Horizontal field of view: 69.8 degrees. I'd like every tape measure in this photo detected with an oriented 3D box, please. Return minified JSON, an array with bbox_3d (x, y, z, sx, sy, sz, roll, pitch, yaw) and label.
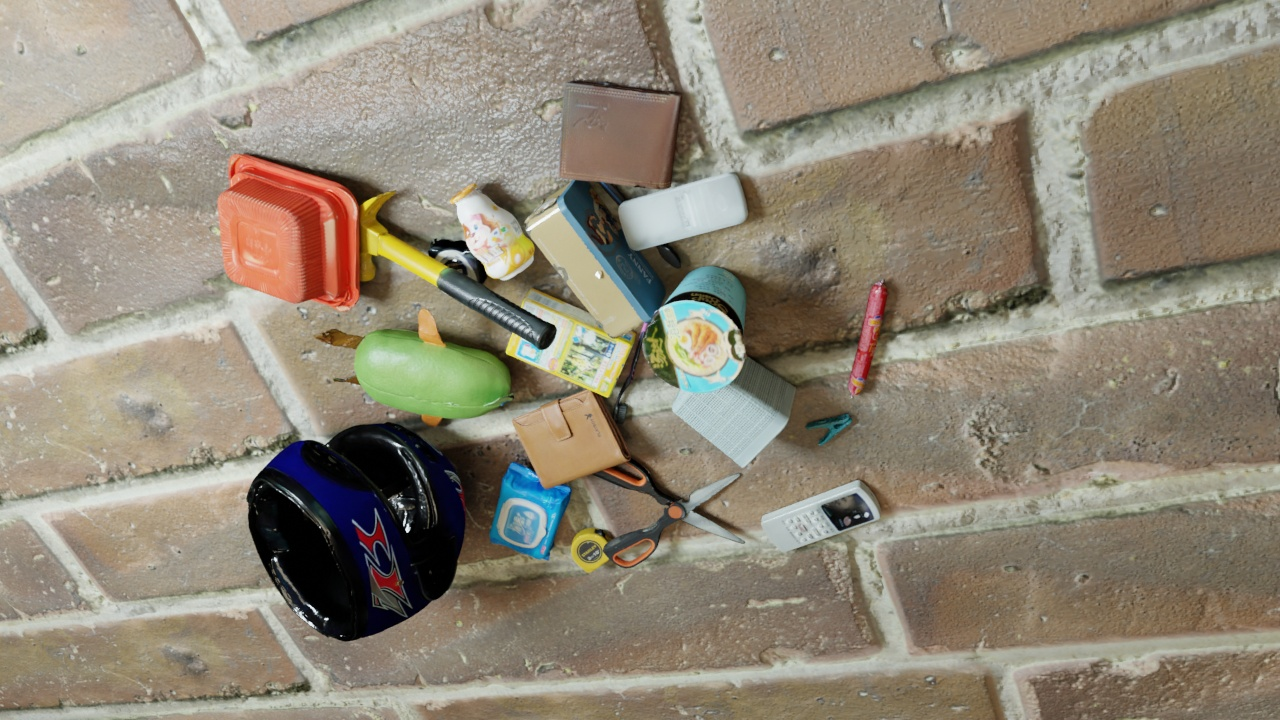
[{"bbox_3d":[-0.215,-0.109,1.087,0.066,0.033,0.066,8,121,13],"label":"tape measure"},{"bbox_3d":[-0.068,0.261,1.279,0.060,0.028,0.057,-40,102,14],"label":"tape measure"}]

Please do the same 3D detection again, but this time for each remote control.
[{"bbox_3d":[0.228,0.200,1.165,0.150,0.021,0.058,-27,111,29],"label":"remote control"},{"bbox_3d":[0.045,-0.159,0.982,0.136,0.020,0.056,-13,108,15],"label":"remote control"}]

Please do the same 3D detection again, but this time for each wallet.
[{"bbox_3d":[-0.089,0.099,1.169,0.132,0.031,0.108,-21,99,26],"label":"wallet"},{"bbox_3d":[-0.022,-0.234,0.954,0.124,0.032,0.101,9,115,7],"label":"wallet"}]

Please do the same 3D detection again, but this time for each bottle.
[{"bbox_3d":[-0.169,-0.145,1.033,0.063,0.063,0.108,-24,112,27],"label":"bottle"}]

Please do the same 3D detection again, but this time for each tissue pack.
[{"bbox_3d":[-0.155,0.214,1.260,0.095,0.052,0.157,21,124,2],"label":"tissue pack"}]

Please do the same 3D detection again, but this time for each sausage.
[{"bbox_3d":[0.253,-0.021,1.021,0.020,0.020,0.156,11,124,9],"label":"sausage"}]

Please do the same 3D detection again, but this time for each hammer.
[{"bbox_3d":[-0.221,-0.093,1.044,0.301,0.032,0.129,30,129,21],"label":"hammer"}]

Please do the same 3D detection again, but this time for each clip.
[{"bbox_3d":[0.227,0.079,1.095,0.055,0.013,0.034,-27,112,30],"label":"clip"}]

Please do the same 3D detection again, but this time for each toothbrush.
[{"bbox_3d":[-0.018,-0.172,1.007,0.014,0.016,0.189,-36,104,32],"label":"toothbrush"},{"bbox_3d":[-0.007,0.006,1.114,0.018,0.014,0.190,14,124,-6],"label":"toothbrush"}]

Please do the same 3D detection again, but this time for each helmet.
[{"bbox_3d":[-0.347,0.197,1.184,0.247,0.239,0.316,29,136,19],"label":"helmet"}]

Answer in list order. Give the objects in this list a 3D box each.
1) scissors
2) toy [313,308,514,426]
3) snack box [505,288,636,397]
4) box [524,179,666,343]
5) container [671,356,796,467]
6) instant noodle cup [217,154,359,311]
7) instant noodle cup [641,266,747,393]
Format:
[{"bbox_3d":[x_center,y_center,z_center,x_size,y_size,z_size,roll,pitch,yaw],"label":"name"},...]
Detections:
[{"bbox_3d":[0.027,0.195,1.212,0.221,0.021,0.235,42,114,-7],"label":"scissors"},{"bbox_3d":[-0.274,0.015,1.147,0.247,0.089,0.227,13,144,-1],"label":"toy"},{"bbox_3d":[-0.085,-0.020,1.107,0.140,0.033,0.087,24,124,2],"label":"snack box"},{"bbox_3d":[-0.043,-0.107,1.009,0.062,0.089,0.184,-30,112,28],"label":"box"},{"bbox_3d":[0.106,0.047,1.063,0.111,0.089,0.090,36,123,-5],"label":"container"},{"bbox_3d":[-0.423,-0.142,1.083,0.189,0.078,0.165,18,122,16],"label":"instant noodle cup"},{"bbox_3d":[0.070,-0.042,0.998,0.111,0.120,0.111,8,123,12],"label":"instant noodle cup"}]
